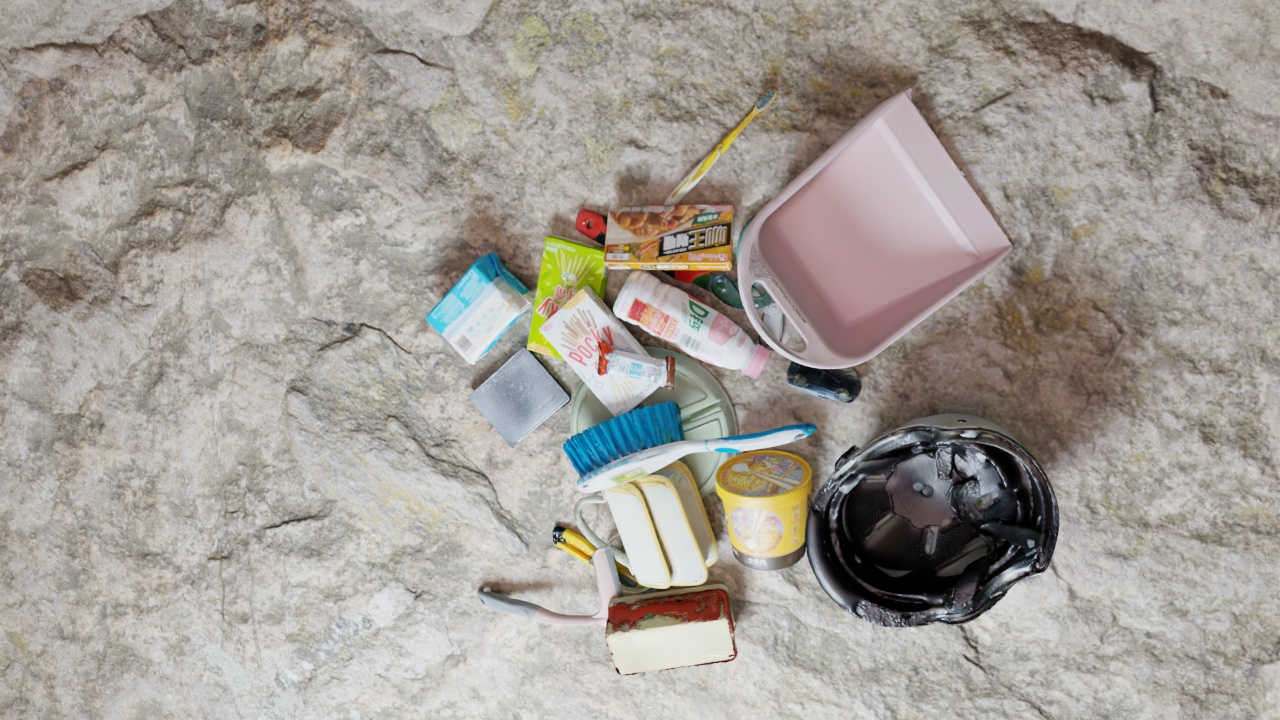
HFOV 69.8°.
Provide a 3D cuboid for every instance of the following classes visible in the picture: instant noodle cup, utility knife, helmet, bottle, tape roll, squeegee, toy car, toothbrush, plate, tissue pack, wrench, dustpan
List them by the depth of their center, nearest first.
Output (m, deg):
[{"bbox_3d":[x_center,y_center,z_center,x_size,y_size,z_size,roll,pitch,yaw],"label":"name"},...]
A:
[{"bbox_3d":[0.245,-0.120,0.993,0.274,0.138,0.222,-38,96,21],"label":"dustpan"},{"bbox_3d":[0.332,0.168,1.055,0.275,0.156,0.230,-40,88,27],"label":"helmet"},{"bbox_3d":[0.091,-0.246,1.081,0.016,0.018,0.192,46,113,2],"label":"toothbrush"},{"bbox_3d":[0.221,0.026,1.110,0.091,0.042,0.034,17,137,15],"label":"toy car"},{"bbox_3d":[0.066,-0.041,1.127,0.197,0.068,0.068,28,112,4],"label":"bottle"},{"bbox_3d":[0.040,-0.124,1.127,0.273,0.016,0.056,23,111,15],"label":"wrench"},{"bbox_3d":[0.157,0.188,1.143,0.119,0.118,0.114,-1,114,17],"label":"instant noodle cup"},{"bbox_3d":[0.012,0.094,1.203,0.230,0.027,0.230,5,108,17],"label":"plate"},{"bbox_3d":[-0.210,-0.067,1.205,0.090,0.063,0.140,46,115,-1],"label":"tissue pack"},{"bbox_3d":[-0.012,0.277,1.262,0.086,0.014,0.086,1,96,9],"label":"tape roll"},{"bbox_3d":[-0.042,0.290,1.284,0.195,0.015,0.033,30,114,6],"label":"utility knife"},{"bbox_3d":[-0.135,0.357,1.307,0.250,0.040,0.248,1,122,25],"label":"squeegee"}]

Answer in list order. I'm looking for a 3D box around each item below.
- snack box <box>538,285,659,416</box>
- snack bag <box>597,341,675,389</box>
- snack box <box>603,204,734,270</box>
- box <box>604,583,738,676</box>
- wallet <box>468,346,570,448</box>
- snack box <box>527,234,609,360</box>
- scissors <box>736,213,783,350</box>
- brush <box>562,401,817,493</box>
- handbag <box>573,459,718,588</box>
[{"bbox_3d":[-0.047,-0.010,1.161,0.085,0.026,0.157,-41,92,23],"label":"snack box"},{"bbox_3d":[-0.007,0.007,1.124,0.104,0.026,0.048,9,115,14],"label":"snack bag"},{"bbox_3d":[0.035,-0.148,1.103,0.154,0.026,0.075,2,77,12],"label":"snack box"},{"bbox_3d":[0.041,0.363,1.220,0.168,0.079,0.091,-10,118,7],"label":"box"},{"bbox_3d":[-0.165,0.050,1.252,0.121,0.019,0.097,-39,94,22],"label":"wallet"},{"bbox_3d":[-0.092,-0.077,1.185,0.086,0.026,0.156,17,111,13],"label":"snack box"},{"bbox_3d":[0.186,-0.092,1.099,0.132,0.019,0.186,-9,105,20],"label":"scissors"},{"bbox_3d":[0.054,0.096,1.121,0.315,0.060,0.109,-23,55,15],"label":"brush"},{"bbox_3d":[-0.003,0.223,1.204,0.179,0.063,0.163,-13,105,26],"label":"handbag"}]
